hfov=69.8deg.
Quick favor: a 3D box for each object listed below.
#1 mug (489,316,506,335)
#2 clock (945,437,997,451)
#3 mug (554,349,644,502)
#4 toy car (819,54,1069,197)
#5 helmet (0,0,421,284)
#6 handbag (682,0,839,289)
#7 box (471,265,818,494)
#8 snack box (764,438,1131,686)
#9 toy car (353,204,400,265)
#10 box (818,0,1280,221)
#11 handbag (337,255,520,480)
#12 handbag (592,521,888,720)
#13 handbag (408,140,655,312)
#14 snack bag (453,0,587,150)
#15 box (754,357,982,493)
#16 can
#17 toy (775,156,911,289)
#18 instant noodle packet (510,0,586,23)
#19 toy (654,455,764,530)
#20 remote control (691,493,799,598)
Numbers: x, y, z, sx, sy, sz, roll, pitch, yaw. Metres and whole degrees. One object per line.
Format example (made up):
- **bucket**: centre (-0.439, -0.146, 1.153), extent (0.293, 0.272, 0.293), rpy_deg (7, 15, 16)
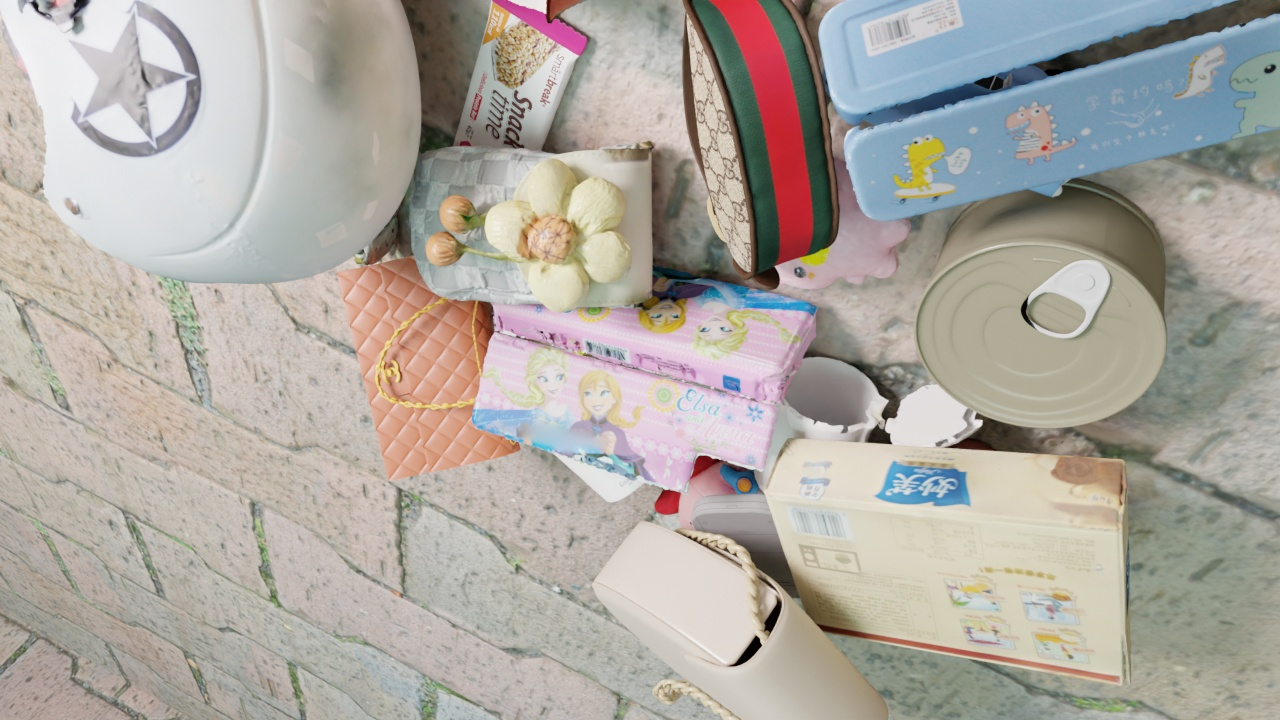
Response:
- **mug**: centre (-0.155, 0.005, 0.806), extent (0.089, 0.073, 0.105), rpy_deg (33, 112, 0)
- **clock**: centre (0.228, 0.121, 0.670), extent (0.158, 0.072, 0.120), rpy_deg (-24, 113, 44)
- **mug**: centre (-0.038, 0.054, 0.764), extent (0.106, 0.082, 0.083), rpy_deg (45, 137, -13)
- **toy car**: centre (0.166, -0.136, 0.482), extent (0.153, 0.054, 0.056), rpy_deg (27, 138, 7)
- **helmet**: centre (-0.223, -0.177, 0.558), extent (0.164, 0.236, 0.264), rpy_deg (4, 95, 17)
- **handbag**: centre (0.057, -0.125, 0.518), extent (0.063, 0.138, 0.167), rpy_deg (-19, 121, -4)
- **box**: centre (-0.008, -0.001, 0.643), extent (0.231, 0.158, 0.066), rpy_deg (15, 162, 22)
- **snack box**: centre (0.200, 0.127, 0.593), extent (0.208, 0.055, 0.153), rpy_deg (1, 131, 30)
- **toy car**: centre (-0.213, -0.123, 0.733), extent (0.033, 0.047, 0.106), rpy_deg (19, 136, 10)
- **box**: centre (0.193, -0.135, 0.415), extent (0.210, 0.049, 0.120), rpy_deg (-12, 103, 20)
- **handbag**: centre (-0.168, 0.001, 0.743), extent (0.109, 0.060, 0.172), rpy_deg (-12, 96, 3)
- **handbag**: centre (0.063, 0.217, 0.686), extent (0.210, 0.103, 0.209), rpy_deg (49, 160, -26)
- **handbag**: centre (-0.080, -0.088, 0.608), extent (0.172, 0.123, 0.112), rpy_deg (4, 104, 17)
- **snack bag**: centre (-0.097, -0.163, 0.647), extent (0.070, 0.016, 0.197), rpy_deg (32, 138, -1)
- **box**: centre (0.157, 0.056, 0.650), extent (0.144, 0.083, 0.137), rpy_deg (24, 137, 21)
- **can**: centre (0.229, -0.032, 0.526), extent (0.128, 0.073, 0.128), rpy_deg (17, 136, 17)
- **toy**: centre (0.116, -0.080, 0.566), extent (0.093, 0.050, 0.103), rpy_deg (26, 139, 22)
- **instant noodle packet**: centre (-0.108, -0.307, 0.503), extent (0.221, 0.083, 0.165), rpy_deg (30, 140, 21)
- **toy**: centre (0.090, 0.118, 0.764), extent (0.131, 0.096, 0.124), rpy_deg (41, 135, 20)
- **remote control**: centre (0.093, 0.145, 0.711), extent (0.074, 0.019, 0.151), rpy_deg (-5, 141, 23)
